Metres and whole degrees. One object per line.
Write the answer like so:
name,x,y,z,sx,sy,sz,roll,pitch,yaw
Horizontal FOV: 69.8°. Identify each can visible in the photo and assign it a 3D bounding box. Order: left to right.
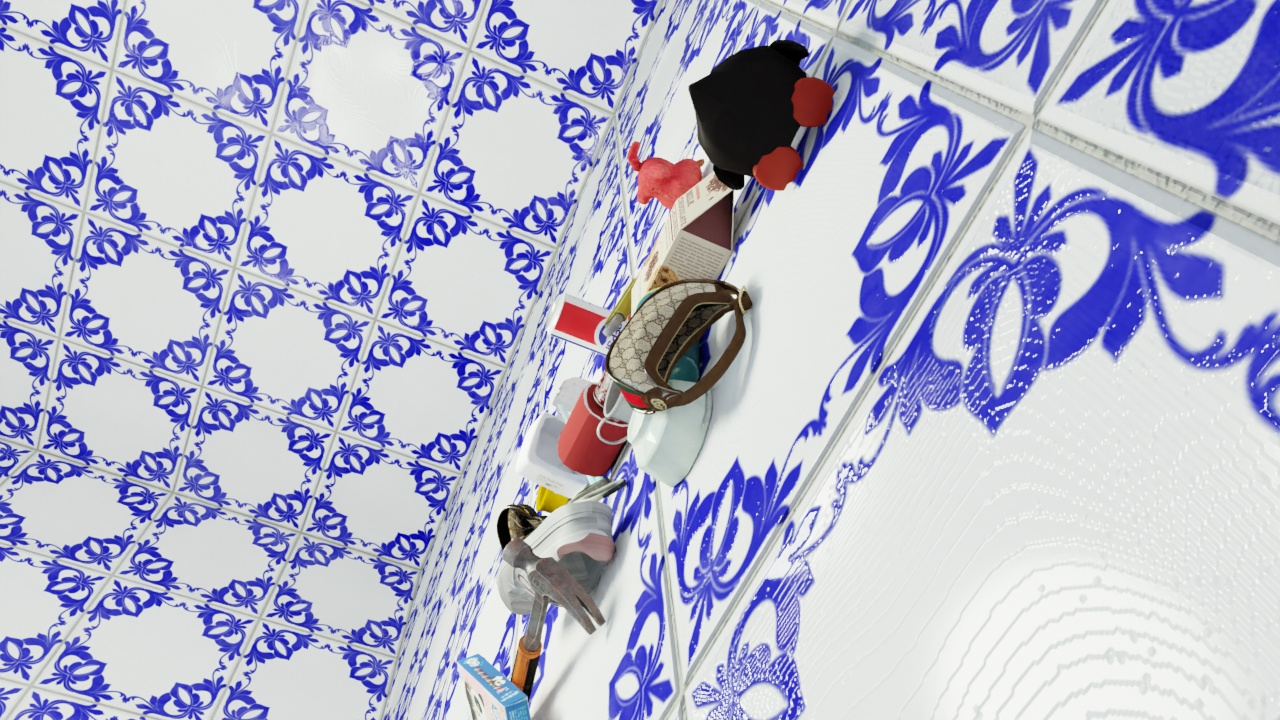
can,-0.076,-0.052,1.432,0.070,0.132,0.070,-160,91,-78

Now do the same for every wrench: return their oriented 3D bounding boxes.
wrench,0.000,-0.108,1.270,0.084,0.018,0.272,-46,9,34

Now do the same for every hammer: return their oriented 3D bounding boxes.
hammer,-0.126,0.366,1.107,0.034,0.138,0.315,-29,-38,-47

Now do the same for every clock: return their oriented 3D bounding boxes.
clock,-0.130,0.180,1.484,0.113,0.052,0.152,-106,34,-70

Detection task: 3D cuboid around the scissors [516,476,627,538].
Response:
scissors,-0.083,0.184,1.185,0.171,0.012,0.157,-26,1,24

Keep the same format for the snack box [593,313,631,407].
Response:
snack box,-0.007,0.007,1.188,0.072,0.072,0.121,-93,26,-62

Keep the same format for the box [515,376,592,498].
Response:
box,-0.098,0.103,1.358,0.132,0.107,0.151,-44,22,51

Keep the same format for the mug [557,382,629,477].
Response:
mug,-0.059,0.084,1.255,0.116,0.080,0.097,-93,27,-54

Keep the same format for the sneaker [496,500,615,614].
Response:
sneaker,-0.105,0.269,1.123,0.237,0.099,0.089,-52,33,37

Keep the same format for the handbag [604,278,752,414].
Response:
handbag,0.047,-0.018,0.942,0.139,0.063,0.166,9,54,43

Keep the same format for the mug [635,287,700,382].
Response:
mug,0.034,-0.021,1.058,0.121,0.078,0.078,-92,26,-52

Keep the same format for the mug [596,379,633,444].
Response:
mug,-0.003,0.052,1.096,0.084,0.070,0.113,-150,81,-78

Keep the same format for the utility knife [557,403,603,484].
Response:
utility knife,-0.086,0.119,1.301,0.022,0.015,0.141,-33,66,12

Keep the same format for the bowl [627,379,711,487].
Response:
bowl,0.024,0.070,0.976,0.117,0.061,0.117,-161,91,-78

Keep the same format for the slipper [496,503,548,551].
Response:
slipper,-0.184,0.276,1.421,0.268,0.075,0.113,168,93,-70

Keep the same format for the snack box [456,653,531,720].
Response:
snack box,-0.176,0.427,1.120,0.154,0.033,0.088,6,108,58

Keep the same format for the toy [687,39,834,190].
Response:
toy,0.109,-0.281,0.995,0.183,0.140,0.159,-95,29,-65

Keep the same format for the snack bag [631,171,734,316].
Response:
snack bag,0.063,-0.137,1.127,0.094,0.070,0.207,-90,25,-59

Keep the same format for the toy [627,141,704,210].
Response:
toy,0.035,-0.279,1.363,0.088,0.133,0.093,-36,24,50
